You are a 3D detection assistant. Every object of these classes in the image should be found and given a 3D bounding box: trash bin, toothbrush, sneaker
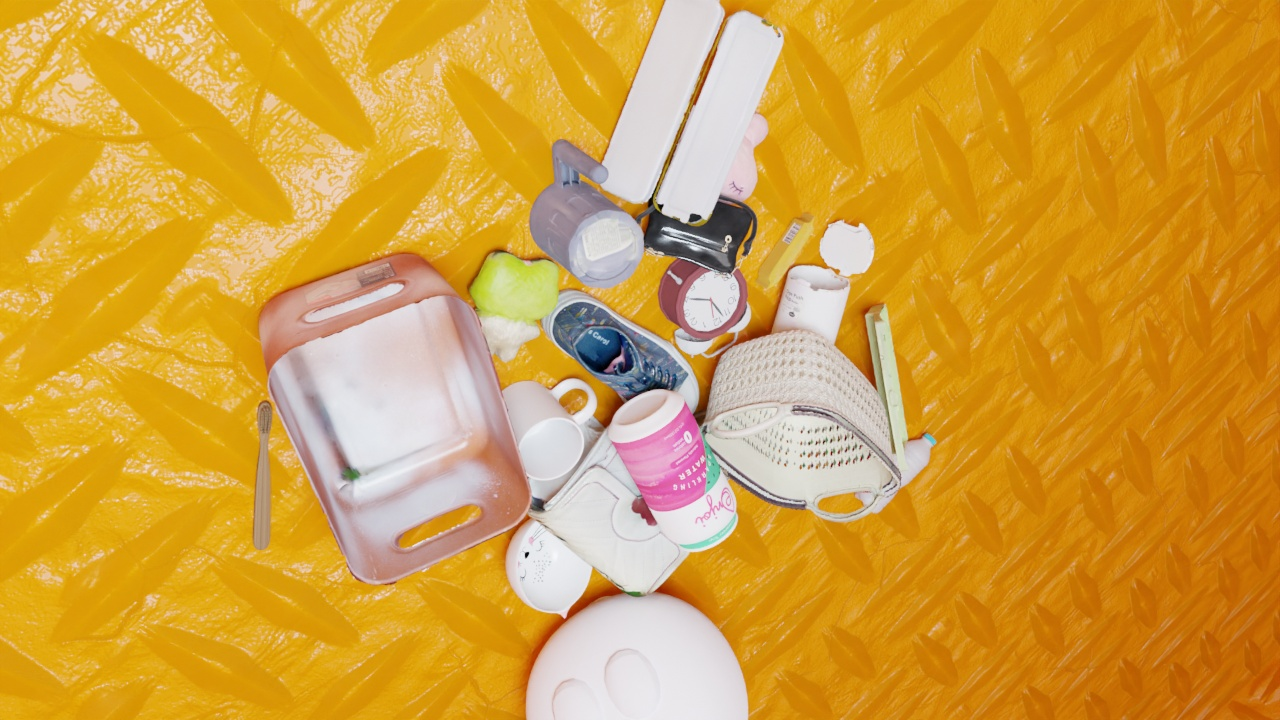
[{"bbox_3d":[-0.230,0.049,0.862,0.181,0.157,0.260,-23,122,-17],"label":"trash bin"},{"bbox_3d":[-0.373,0.117,0.907,0.016,0.016,0.167,-1,115,-27],"label":"toothbrush"},{"bbox_3d":[-0.006,0.006,1.008,0.087,0.079,0.235,-50,126,3],"label":"sneaker"}]

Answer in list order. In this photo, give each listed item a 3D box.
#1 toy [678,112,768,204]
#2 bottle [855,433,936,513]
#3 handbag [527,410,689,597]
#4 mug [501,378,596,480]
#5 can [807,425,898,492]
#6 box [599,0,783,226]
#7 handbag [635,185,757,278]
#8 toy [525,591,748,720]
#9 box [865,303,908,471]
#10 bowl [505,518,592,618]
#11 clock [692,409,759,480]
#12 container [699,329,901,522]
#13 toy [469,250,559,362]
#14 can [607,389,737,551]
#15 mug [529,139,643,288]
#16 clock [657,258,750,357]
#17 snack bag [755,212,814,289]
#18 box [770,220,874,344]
[{"bbox_3d":[0.091,-0.224,0.964,0.108,0.053,0.105,31,83,-34],"label":"toy"},{"bbox_3d":[0.367,0.158,1.307,0.136,0.044,0.044,-44,126,-2],"label":"bottle"},{"bbox_3d":[-0.028,0.168,1.049,0.198,0.096,0.141,45,71,-36],"label":"handbag"},{"bbox_3d":[-0.097,0.063,0.980,0.110,0.090,0.074,-37,126,-7],"label":"mug"},{"bbox_3d":[0.282,0.111,1.211,0.086,0.086,0.116,-48,126,0],"label":"can"},{"bbox_3d":[0.047,-0.246,0.899,0.128,0.045,0.210,23,103,1],"label":"box"},{"bbox_3d":[0.057,-0.135,0.961,0.128,0.054,0.079,15,82,-7],"label":"handbag"},{"bbox_3d":[0.000,0.413,1.119,0.263,0.265,0.280,-31,155,6],"label":"toy"},{"bbox_3d":[0.307,0.030,1.133,0.030,0.138,0.187,-9,102,19],"label":"box"},{"bbox_3d":[-0.114,0.232,1.068,0.114,0.051,0.114,5,83,-45],"label":"bowl"},{"bbox_3d":[0.101,0.116,1.137,0.140,0.054,0.093,9,110,-29],"label":"clock"},{"bbox_3d":[0.184,0.076,1.059,0.185,0.143,0.251,-17,141,33],"label":"container"},{"bbox_3d":[-0.133,-0.052,0.933,0.092,0.043,0.118,8,112,-29],"label":"toy"},{"bbox_3d":[0.037,0.117,0.978,0.088,0.088,0.166,-32,111,-11],"label":"can"},{"bbox_3d":[-0.054,-0.142,0.891,0.083,0.104,0.124,-13,120,-21],"label":"mug"},{"bbox_3d":[0.075,-0.064,1.034,0.096,0.048,0.138,-30,124,-12],"label":"clock"},{"bbox_3d":[0.170,-0.127,1.068,0.020,0.026,0.099,29,97,-35],"label":"snack bag"},{"bbox_3d":[0.208,-0.083,1.077,0.094,0.084,0.166,-14,128,-36],"label":"box"}]
